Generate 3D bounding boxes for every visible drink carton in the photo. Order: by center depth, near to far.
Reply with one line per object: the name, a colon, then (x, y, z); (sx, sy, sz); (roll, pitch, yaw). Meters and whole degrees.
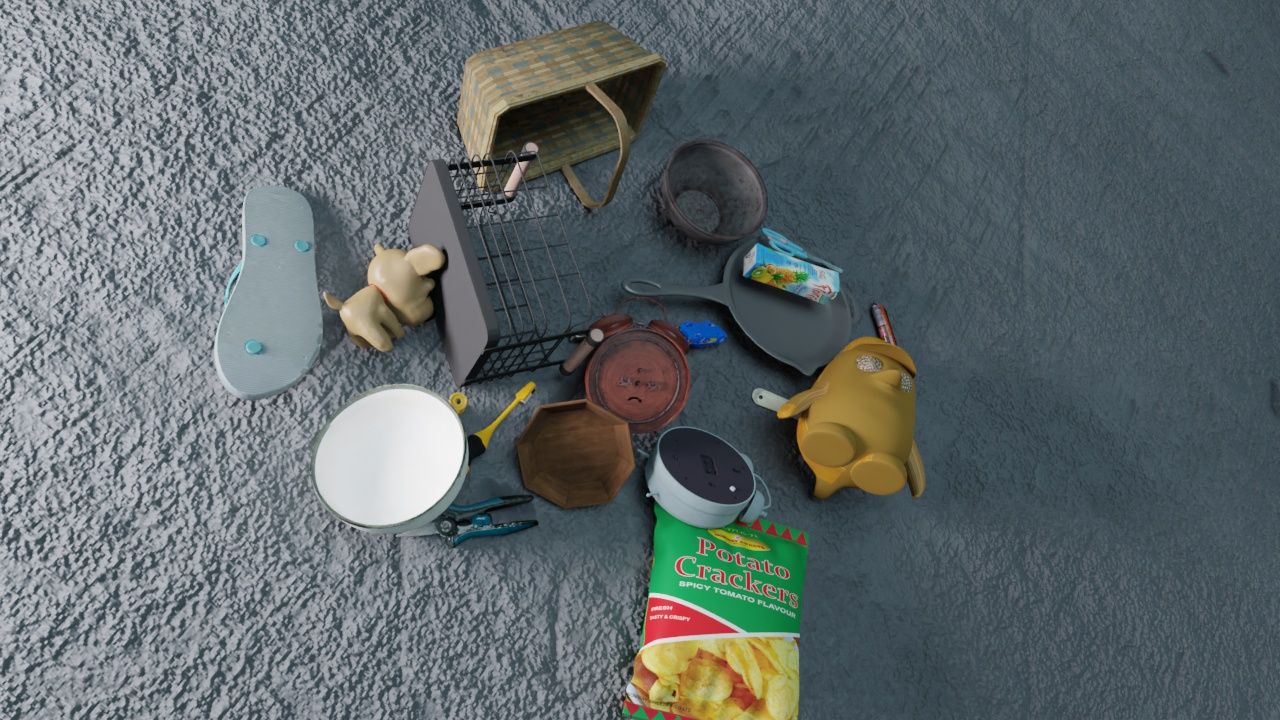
drink carton: (0.197, -0.111, 1.185); (0.129, 0.044, 0.038); (17, 57, -17)

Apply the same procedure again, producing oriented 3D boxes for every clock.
clock: (0.078, 0.135, 1.043); (0.159, 0.045, 0.122); (15, 34, -21)
clock: (-0.006, 0.006, 1.045); (0.120, 0.072, 0.157); (9, 91, -12)

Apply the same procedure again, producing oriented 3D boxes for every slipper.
slipper: (-0.382, -0.067, 0.961); (0.098, 0.055, 0.268); (9, 56, -23)

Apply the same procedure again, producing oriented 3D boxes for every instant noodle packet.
instant noodle packet: (0.091, 0.277, 0.993); (0.195, 0.091, 0.252); (19, 56, -13)

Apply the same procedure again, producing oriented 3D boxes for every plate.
plate: (-0.070, 0.099, 1.001); (0.131, 0.025, 0.131); (0, 108, 0)

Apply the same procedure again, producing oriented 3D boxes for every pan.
pan: (0.135, -0.078, 1.179); (0.354, 0.024, 0.216); (3, 63, -26)

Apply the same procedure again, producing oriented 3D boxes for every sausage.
sausage: (0.345, -0.011, 1.258); (0.020, 0.020, 0.155); (-5, 72, -25)

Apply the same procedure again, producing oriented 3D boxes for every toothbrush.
toothbrush: (-0.177, 0.091, 0.987); (0.031, 0.031, 0.196); (26, 58, 26)

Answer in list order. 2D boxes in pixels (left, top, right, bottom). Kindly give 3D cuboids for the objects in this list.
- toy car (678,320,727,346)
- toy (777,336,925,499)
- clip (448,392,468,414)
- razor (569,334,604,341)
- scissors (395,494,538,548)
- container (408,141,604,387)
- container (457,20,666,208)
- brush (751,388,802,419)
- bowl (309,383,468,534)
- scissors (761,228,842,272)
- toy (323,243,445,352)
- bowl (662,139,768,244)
toy car: (0.061, -0.016, 1.143); (0.091, 0.062, 0.033); (-3, 42, -50)
toy: (0.275, 0.055, 1.118); (0.198, 0.163, 0.202); (30, 52, -4)
clip: (-0.210, 0.058, 1.001); (0.053, 0.039, 0.047); (41, 64, -2)
razor: (-0.033, -0.028, 1.100); (0.106, 0.043, 0.026); (0, 72, -13)
scissors: (-0.176, 0.175, 0.964); (0.137, 0.019, 0.129); (36, 61, -4)
container: (-0.151, -0.100, 0.999); (0.130, 0.163, 0.241); (-13, 76, -27)
container: (-0.081, -0.285, 1.111); (0.249, 0.158, 0.186); (-27, 71, -29)
brush: (0.240, 0.081, 1.183); (0.217, 0.012, 0.033); (21, 64, -12)
bowl: (-0.242, 0.106, 0.916); (0.153, 0.073, 0.153); (-2, 61, 4)
scissors: (0.222, -0.141, 1.225); (0.138, 0.015, 0.063); (17, 29, -21)
toy: (-0.269, -0.067, 0.977); (0.108, 0.134, 0.106); (-53, 127, -24)
bowl: (0.087, -0.209, 1.198); (0.144, 0.067, 0.144); (8, 67, -20)
